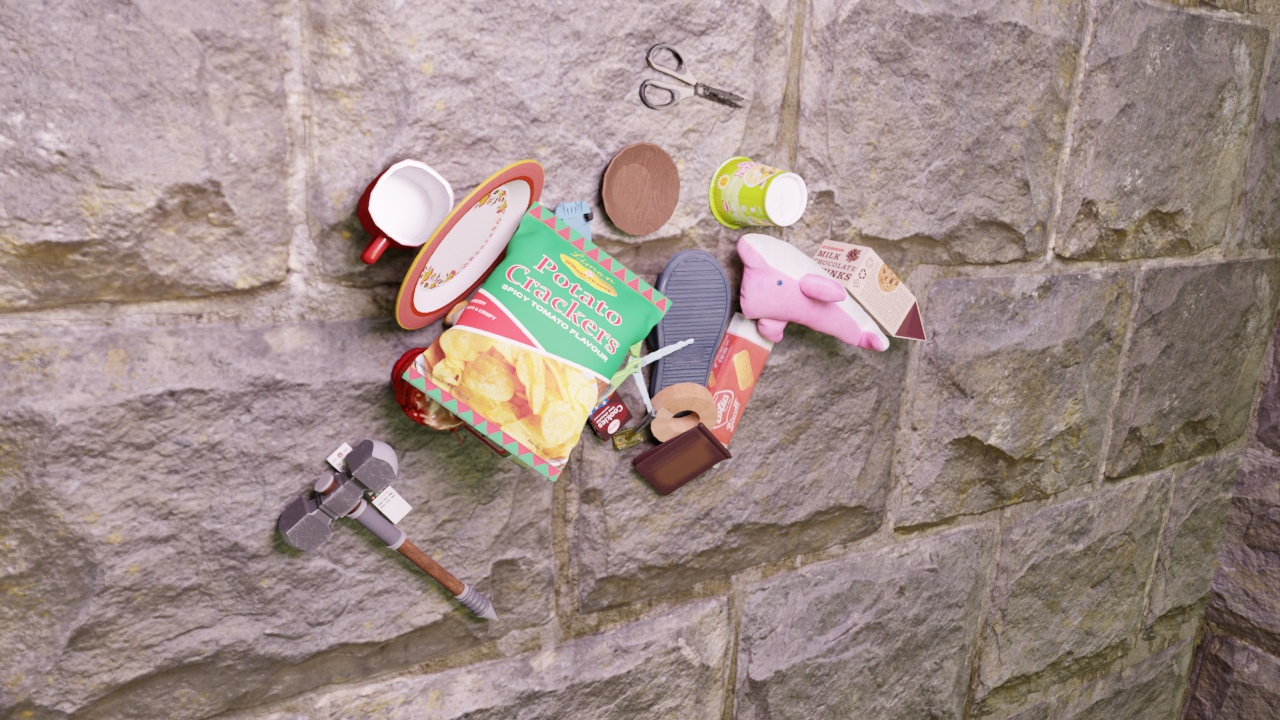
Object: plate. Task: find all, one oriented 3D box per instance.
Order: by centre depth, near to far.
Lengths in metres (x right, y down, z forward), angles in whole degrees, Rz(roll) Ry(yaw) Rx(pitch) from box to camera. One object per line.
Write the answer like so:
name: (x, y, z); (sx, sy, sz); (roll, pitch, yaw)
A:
plate: (-0.187, -0.128, 0.991); (0.021, 0.230, 0.229); (40, 78, 6)

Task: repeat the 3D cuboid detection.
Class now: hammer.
hammer: (-0.271, 0.238, 1.114); (0.156, 0.043, 0.322); (-42, 125, -5)

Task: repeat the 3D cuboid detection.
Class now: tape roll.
tape roll: (0.058, 0.074, 1.259); (0.094, 0.027, 0.094); (-7, 134, -8)

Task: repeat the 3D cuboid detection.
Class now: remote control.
remote control: (-0.319, 0.145, 1.082); (0.028, 0.012, 0.124); (-45, 123, -15)

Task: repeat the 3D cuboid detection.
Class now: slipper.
slipper: (0.056, -0.045, 1.235); (0.101, 0.082, 0.264); (-5, 128, -13)

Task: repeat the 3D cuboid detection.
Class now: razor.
razor: (-0.001, 0.088, 1.230); (0.042, 0.106, 0.026); (-14, 73, -28)

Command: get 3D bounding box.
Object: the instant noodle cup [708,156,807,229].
instant noodle cup: (0.162, -0.222, 1.234); (0.098, 0.108, 0.099); (-9, 108, -31)

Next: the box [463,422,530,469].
box: (-0.123, 0.022, 1.112); (0.205, 0.118, 0.050); (-54, 135, -7)

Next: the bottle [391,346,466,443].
bottle: (-0.228, 0.035, 1.048); (0.098, 0.111, 0.099); (-10, 108, -31)

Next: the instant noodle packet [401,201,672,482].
instant noodle packet: (-0.106, -0.025, 1.010); (0.195, 0.090, 0.252); (36, 70, -8)

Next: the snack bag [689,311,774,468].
snack bag: (0.124, 0.045, 1.331); (0.077, 0.041, 0.225); (24, 89, -38)

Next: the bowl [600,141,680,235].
bowl: (-0.005, -0.219, 1.170); (0.117, 0.030, 0.118); (-10, 110, -31)

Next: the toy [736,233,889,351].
toy: (0.222, -0.075, 1.282); (0.265, 0.186, 0.128); (30, 102, -22)

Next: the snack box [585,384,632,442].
snack box: (-0.068, 0.037, 1.205); (0.051, 0.032, 0.141); (-42, 123, -17)

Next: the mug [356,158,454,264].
mug: (-0.259, -0.151, 0.971); (0.080, 0.097, 0.116); (39, 80, -22)

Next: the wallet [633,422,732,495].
wallet: (0.060, 0.140, 1.289); (0.116, 0.018, 0.091); (-31, 131, 14)

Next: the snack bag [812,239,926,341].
snack bag: (0.353, -0.093, 1.407); (0.206, 0.094, 0.070); (37, 82, -35)

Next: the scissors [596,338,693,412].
scissors: (-0.007, 0.006, 1.180); (0.171, 0.021, 0.172); (-27, 123, -11)

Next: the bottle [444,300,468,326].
bottle: (-0.180, -0.021, 1.076); (0.108, 0.063, 0.063); (43, 76, 2)

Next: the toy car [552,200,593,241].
toy car: (-0.089, -0.147, 1.139); (0.060, 0.027, 0.108); (-18, 123, -29)

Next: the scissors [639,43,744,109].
scissors: (0.071, -0.364, 1.187); (0.169, 0.012, 0.133); (-25, 119, -22)
